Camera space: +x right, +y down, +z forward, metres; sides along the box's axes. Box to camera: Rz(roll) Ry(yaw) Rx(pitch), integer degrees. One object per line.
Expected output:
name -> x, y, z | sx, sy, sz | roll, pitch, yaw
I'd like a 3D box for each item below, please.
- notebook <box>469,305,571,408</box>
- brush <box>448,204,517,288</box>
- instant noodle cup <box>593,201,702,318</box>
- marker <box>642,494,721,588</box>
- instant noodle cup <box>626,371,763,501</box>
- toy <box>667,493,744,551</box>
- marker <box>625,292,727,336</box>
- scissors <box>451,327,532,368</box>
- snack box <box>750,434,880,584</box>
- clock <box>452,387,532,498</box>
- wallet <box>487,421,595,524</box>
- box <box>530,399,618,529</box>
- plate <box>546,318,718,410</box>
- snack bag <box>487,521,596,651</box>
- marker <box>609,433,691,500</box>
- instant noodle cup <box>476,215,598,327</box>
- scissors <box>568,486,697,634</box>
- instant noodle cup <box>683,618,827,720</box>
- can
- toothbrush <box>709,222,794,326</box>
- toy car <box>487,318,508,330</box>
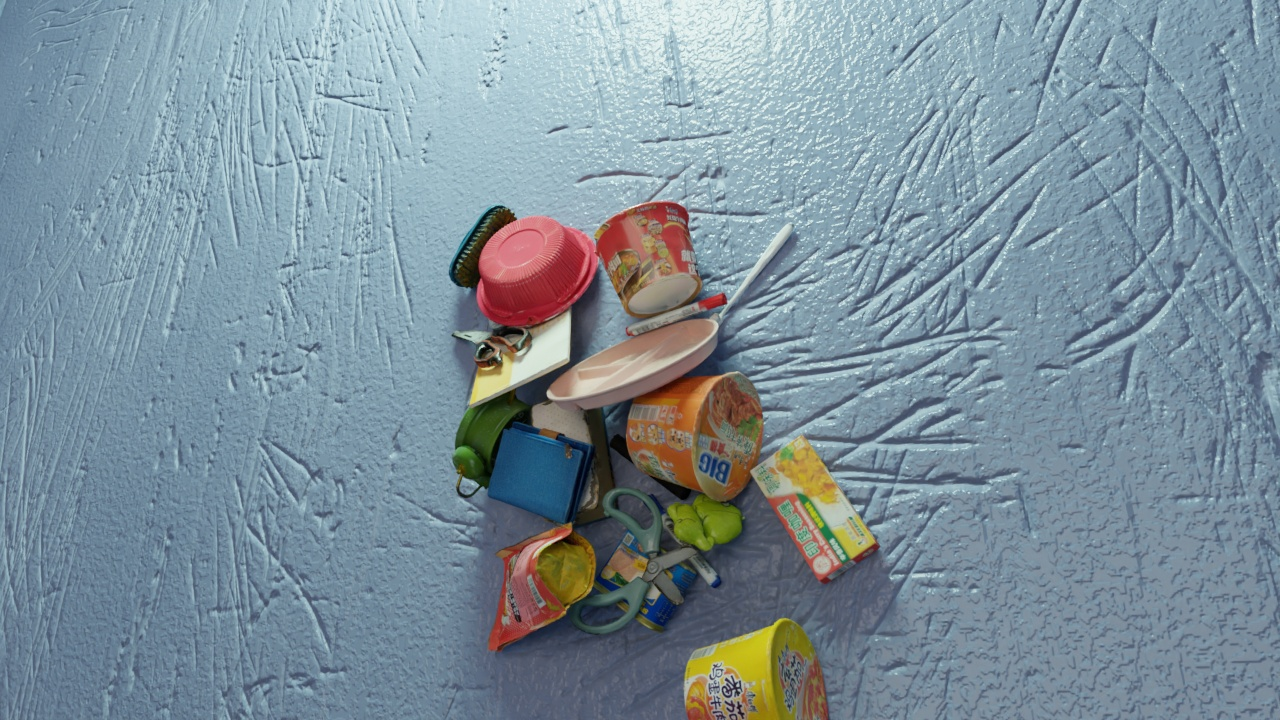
notebook -> -0.159, -0.015, 1.249 | 0.146, 0.010, 0.206 | -25, 25, 9
brush -> -0.249, -0.178, 1.417 | 0.073, 0.055, 0.143 | 24, 81, 50
instant noodle cup -> 0.017, -0.129, 1.217 | 0.138, 0.138, 0.108 | -25, 68, 15
marker -> 0.049, 0.218, 1.112 | 0.017, 0.017, 0.146 | -44, 56, 4
instant noodle cup -> 0.062, 0.084, 1.093 | 0.112, 0.151, 0.151 | 5, 71, 37
toy -> 0.078, 0.188, 1.070 | 0.096, 0.100, 0.031 | -109, 36, -52
marker -> 0.046, -0.060, 1.218 | 0.145, 0.017, 0.017 | -18, 61, 23
scissors -> -0.232, -0.021, 1.307 | 0.210, 0.015, 0.181 | -17, 28, 27
snack box -> 0.198, 0.168, 1.051 | 0.077, 0.027, 0.155 | -37, 57, 10
clock -> -0.199, 0.111, 1.230 | 0.056, 0.116, 0.161 | 26, 79, 23
wallet -> -0.126, 0.139, 1.151 | 0.133, 0.040, 0.106 | 13, 85, 32
box -> -0.089, 0.123, 1.200 | 0.090, 0.063, 0.184 | -18, 60, 19
plate -> -0.007, 0.007, 1.142 | 0.230, 0.229, 0.028 | -18, 103, 19
snack bag -> -0.133, 0.272, 1.111 | 0.208, 0.073, 0.128 | -38, 45, 50
marker -> 0.011, 0.134, 1.166 | 0.132, 0.020, 0.022 | 33, 124, 34
instant noodle cup -> -0.161, -0.142, 1.322 | 0.194, 0.066, 0.193 | -13, 49, 15
scissors -> -0.024, 0.236, 1.075 | 0.170, 0.019, 0.174 | -36, 56, 3
instant noodle cup -> 0.117, 0.349, 0.957 | 0.110, 0.138, 0.137 | -20, 60, 27
can -> 0.005, 0.260, 1.094 | 0.102, 0.057, 0.083 | 29, 82, 34
toothbrush -> 0.144, -0.111, 1.206 | 0.016, 0.016, 0.180 | 38, 88, 32
toy car -> -0.214, -0.090, 1.374 | 0.049, 0.031, 0.105 | -30, 57, 10
